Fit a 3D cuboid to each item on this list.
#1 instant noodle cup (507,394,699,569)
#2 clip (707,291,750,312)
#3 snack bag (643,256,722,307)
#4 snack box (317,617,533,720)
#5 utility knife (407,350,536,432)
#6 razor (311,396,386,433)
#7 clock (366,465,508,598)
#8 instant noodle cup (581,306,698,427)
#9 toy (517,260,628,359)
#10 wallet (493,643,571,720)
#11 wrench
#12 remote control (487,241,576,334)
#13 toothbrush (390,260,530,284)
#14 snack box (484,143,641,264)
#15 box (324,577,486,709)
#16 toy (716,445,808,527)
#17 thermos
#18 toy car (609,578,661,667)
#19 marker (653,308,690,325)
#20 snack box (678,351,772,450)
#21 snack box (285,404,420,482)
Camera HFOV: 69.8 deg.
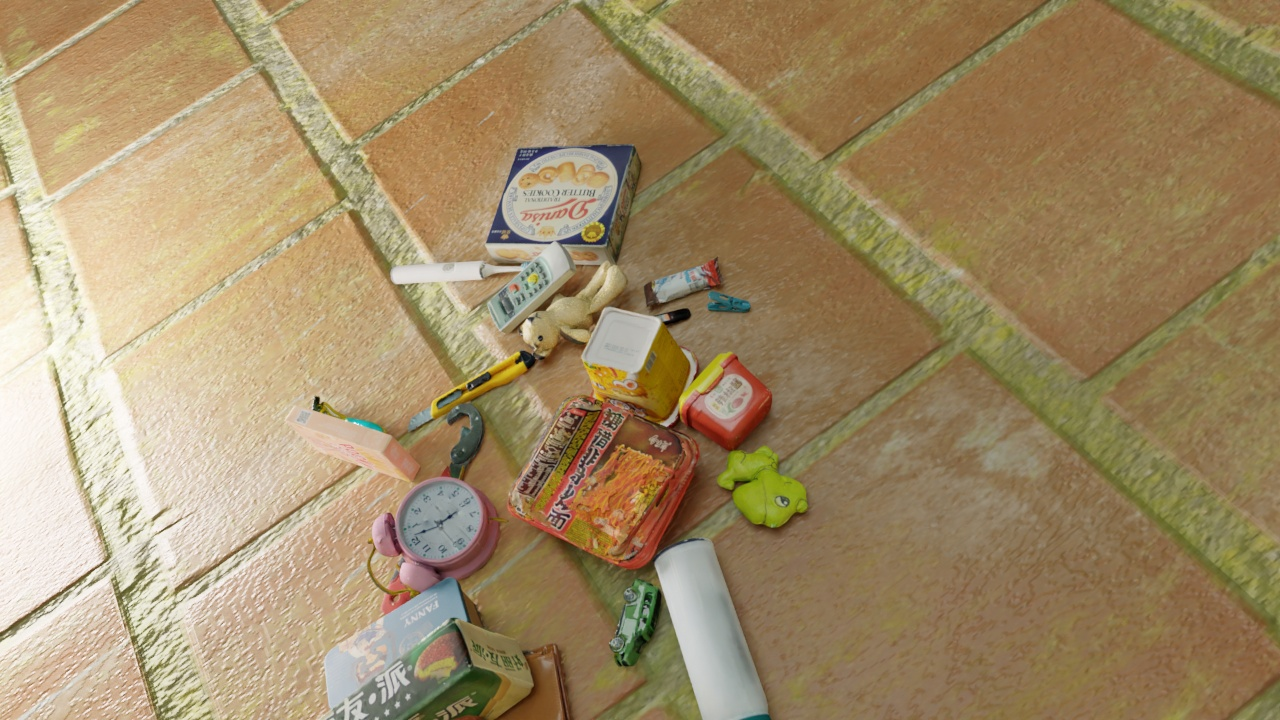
[{"bbox_3d":[-0.035,0.139,1.027,0.189,0.079,0.164,20,68,27],"label":"instant noodle cup"},{"bbox_3d":[0.109,-0.071,1.140,0.055,0.034,0.013,13,64,5],"label":"clip"},{"bbox_3d":[0.054,-0.099,1.171,0.104,0.026,0.048,-16,45,7],"label":"snack bag"},{"bbox_3d":[-0.233,0.358,0.912,0.240,0.114,0.063,-37,52,6],"label":"snack box"},{"bbox_3d":[-0.219,0.039,1.178,0.190,0.015,0.033,-30,54,-2],"label":"utility knife"},{"bbox_3d":[-0.377,0.082,1.194,0.133,0.028,0.043,13,88,27],"label":"razor"},{"bbox_3d":[-0.239,0.201,1.048,0.158,0.060,0.117,-39,68,-14],"label":"clock"},{"bbox_3d":[-0.006,0.006,1.069,0.116,0.124,0.115,14,66,23],"label":"instant noodle cup"},{"bbox_3d":[-0.085,-0.067,1.170,0.157,0.066,0.105,-39,52,0],"label":"toy"},{"bbox_3d":[-0.139,0.362,0.954,0.132,0.031,0.107,-21,56,9],"label":"wallet"},{"bbox_3d":[-0.247,0.175,1.107,0.056,0.016,0.272,7,63,20],"label":"wrench"},{"bbox_3d":[-0.144,-0.096,1.207,0.135,0.019,0.056,-40,55,16],"label":"remote control"},{"bbox_3d":[-0.243,-0.124,1.275,0.221,0.026,0.026,-1,72,16],"label":"toothbrush"},{"bbox_3d":[-0.105,-0.218,1.278,0.178,0.046,0.182,3,61,18],"label":"snack box"},{"bbox_3d":[-0.245,0.313,0.986,0.184,0.063,0.089,-34,38,-3],"label":"box"},{"bbox_3d":[0.132,0.140,1.004,0.097,0.031,0.100,-9,54,12],"label":"toy"},{"bbox_3d":[0.078,0.292,0.913,0.073,0.073,0.224,-21,57,4],"label":"thermos"},{"bbox_3d":[-0.005,0.275,0.958,0.036,0.043,0.091,10,64,21],"label":"toy car"},{"bbox_3d":[0.004,-0.044,1.150,0.124,0.015,0.018,-16,59,-7],"label":"marker"},{"bbox_3d":[0.099,0.050,1.043,0.080,0.082,0.091,39,78,17],"label":"snack box"},{"bbox_3d":[-0.358,0.104,1.142,0.157,0.084,0.026,14,62,24],"label":"snack box"}]
